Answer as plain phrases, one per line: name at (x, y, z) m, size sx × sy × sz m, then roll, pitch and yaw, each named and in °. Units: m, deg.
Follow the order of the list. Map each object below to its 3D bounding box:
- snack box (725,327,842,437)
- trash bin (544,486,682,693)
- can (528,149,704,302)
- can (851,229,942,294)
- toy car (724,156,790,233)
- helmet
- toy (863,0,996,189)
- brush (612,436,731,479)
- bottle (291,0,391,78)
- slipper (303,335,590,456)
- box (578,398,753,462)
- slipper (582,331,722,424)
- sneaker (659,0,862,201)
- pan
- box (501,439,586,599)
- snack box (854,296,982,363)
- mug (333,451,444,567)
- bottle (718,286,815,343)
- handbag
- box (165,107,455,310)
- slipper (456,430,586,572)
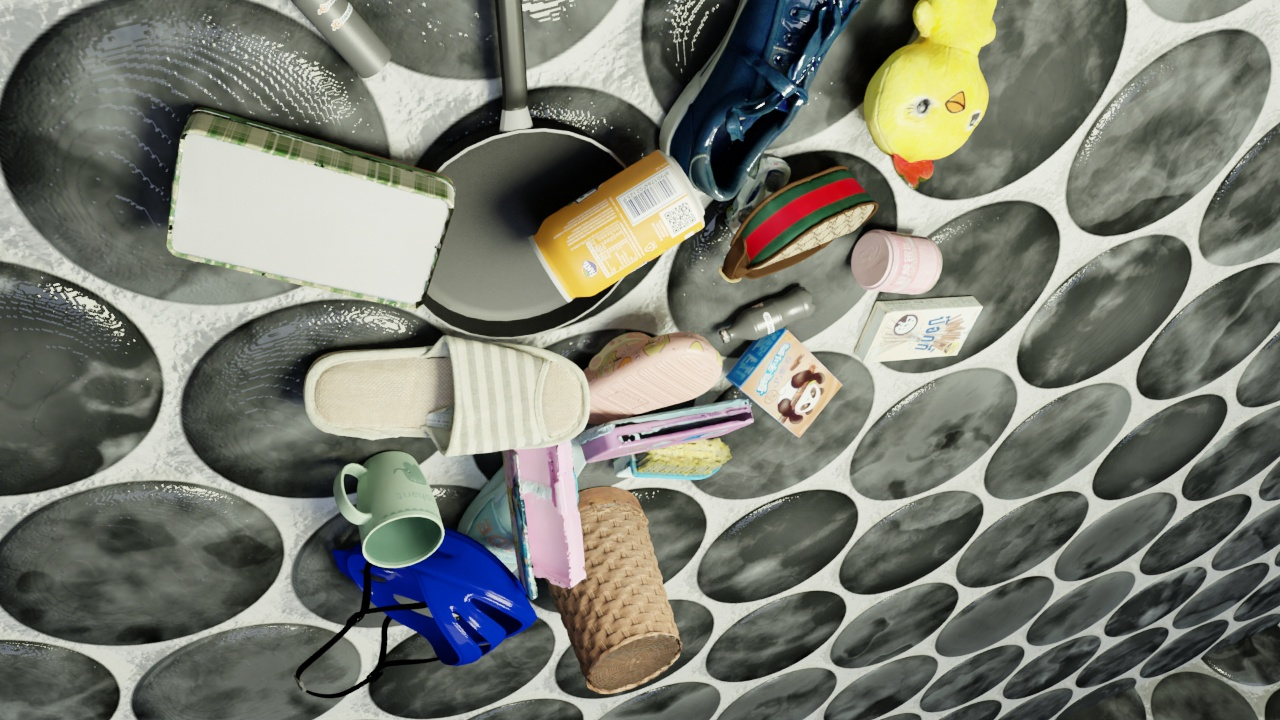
snack box at (0.174, 0.024, 1.099) m, size 0.087 × 0.034 × 0.151 m, roll -52°, pitch 134°, yaw 2°
trash bin at (-0.035, 0.282, 1.128) m, size 0.151 × 0.210 × 0.151 m, roll -14°, pitch 136°, yaw -14°
can at (-0.020, -0.116, 0.802) m, size 0.142 × 0.079 × 0.079 m, roll -31°, pitch 137°, yaw 2°
can at (0.282, -0.108, 1.016) m, size 0.076 × 0.067 × 0.067 m, roll 2°, pitch 129°, yaw -29°
toy car at (0.117, -0.161, 0.913) m, size 0.038 × 0.027 × 0.090 m, roll 5°, pitch 128°, yaw -33°
helmet at (-0.253, 0.285, 1.003) m, size 0.227 × 0.242 × 0.148 m, roll -54°, pitch 158°, yaw -40°
toy at (0.270, -0.269, 0.846) m, size 0.133 × 0.092 × 0.208 m, roll 2°, pitch 121°, yaw -36°
brush at (0.041, 0.122, 1.130) m, size 0.135 × 0.055 × 0.076 m, roll 7°, pitch 150°, yaw -31°
bottle at (-0.226, -0.253, 0.653) m, size 0.030 × 0.030 × 0.113 m, roll -34°, pitch 137°, yaw 7°
slipper at (-0.183, 0.034, 0.880) m, size 0.272 × 0.054 × 0.114 m, roll 4°, pitch 86°, yaw -9°
box at (0.032, 0.076, 1.048) m, size 0.213 × 0.036 × 0.076 m, roll -8°, pitch 166°, yaw -36°
slipper at (-0.006, 0.006, 0.982) m, size 0.198 × 0.081 × 0.093 m, roll -23°, pitch 142°, yaw 32°
sneaker at (0.123, -0.257, 0.756) m, size 0.120 × 0.127 × 0.295 m, roll 12°, pitch 122°, yaw -36°
pan at (-0.106, -0.163, 0.796) m, size 0.225 × 0.034 × 0.357 m, roll -13°, pitch 135°, yaw -15°
box at (-0.120, 0.141, 0.975) m, size 0.076 × 0.085 × 0.231 m, roll -29°, pitch 121°, yaw -49°
snack box at (0.347, -0.039, 1.144) m, size 0.149 × 0.026 × 0.082 m, roll -4°, pitch 132°, yaw -23°
mug at (-0.269, 0.147, 0.961) m, size 0.084 × 0.104 × 0.111 m, roll -46°, pitch 135°, yaw 19°
bottle at (0.140, -0.048, 1.026) m, size 0.110 × 0.036 × 0.036 m, roll -24°, pitch 137°, yaw -4°
handbag at (0.153, -0.125, 0.922) m, size 0.166 × 0.063 × 0.139 m, roll -26°, pitch 162°, yaw -32°
box at (-0.259, -0.117, 0.730) m, size 0.205 × 0.050 × 0.118 m, roll 11°, pitch 123°, yaw -21°
slipper at (-0.136, 0.177, 1.079) m, size 0.104 × 0.074 × 0.246 m, roll 16°, pitch 121°, yaw -35°
